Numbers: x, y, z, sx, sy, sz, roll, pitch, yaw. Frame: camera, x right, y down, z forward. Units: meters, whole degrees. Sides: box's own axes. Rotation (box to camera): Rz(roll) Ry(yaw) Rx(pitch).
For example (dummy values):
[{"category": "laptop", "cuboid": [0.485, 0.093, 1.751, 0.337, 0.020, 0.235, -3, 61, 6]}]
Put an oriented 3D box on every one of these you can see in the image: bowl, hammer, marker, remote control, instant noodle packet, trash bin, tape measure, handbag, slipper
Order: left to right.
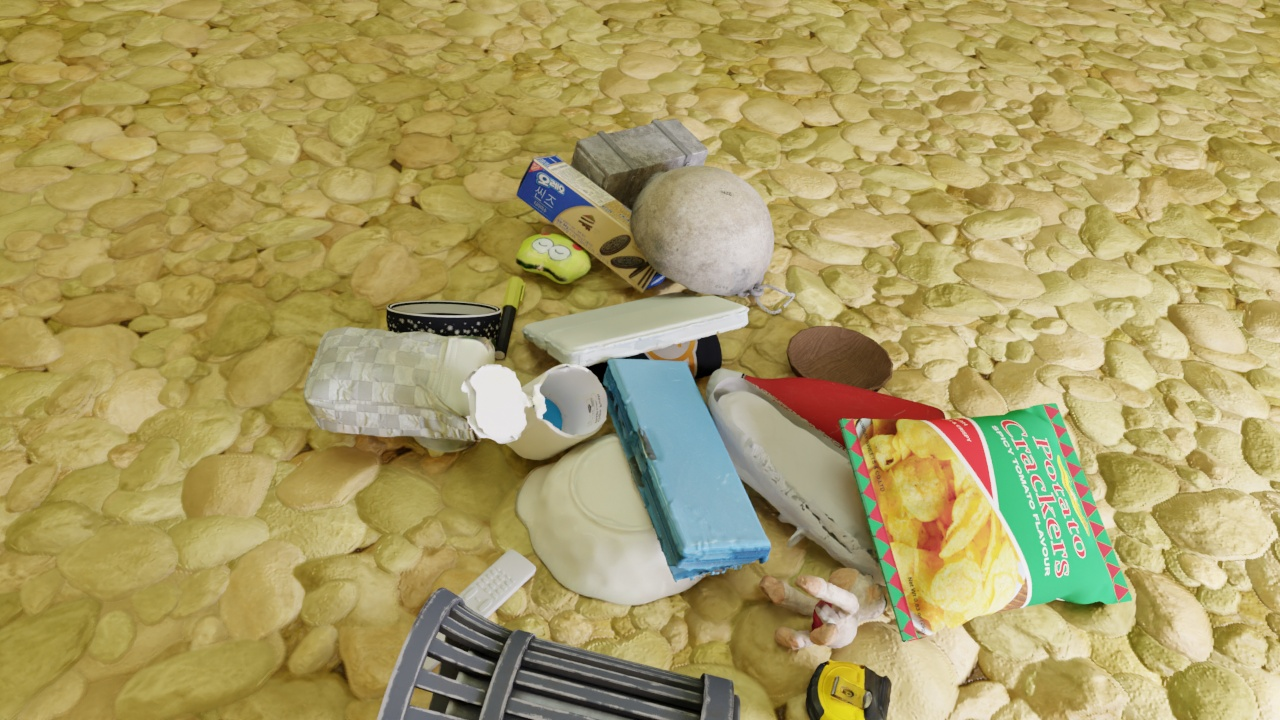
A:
[{"category": "handbag", "cuboid": [-0.233, 0.032, 0.901, 0.171, 0.124, 0.112, 6, 54, -4]}, {"category": "bowl", "cuboid": [-0.211, -0.024, 0.985, 0.120, 0.066, 0.120, 3, 11, -1]}, {"category": "remote control", "cuboid": [-0.146, 0.216, 0.796, 0.033, 0.012, 0.130, 30, 50, 27]}, {"category": "marker", "cuboid": [-0.151, -0.050, 1.058, 0.021, 0.018, 0.123, 4, 46, 1]}, {"category": "trash bin", "cuboid": [-0.054, 0.271, 0.649, 0.227, 0.165, 0.163, 13, 45, 4]}, {"category": "bowl", "cuboid": [-0.011, 0.131, 0.859, 0.219, 0.060, 0.187, 14, 46, 9]}, {"category": "hammer", "cuboid": [0.063, -0.172, 1.152, 0.176, 0.080, 0.326, -22, 60, -34]}, {"category": "bowl", "cuboid": [0.082, -0.168, 1.063, 0.178, 0.081, 0.178, 8, 54, -12]}, {"category": "slipper", "cuboid": [0.154, 0.119, 0.870, 0.247, 0.075, 0.112, 41, 61, 19]}, {"category": "bowl", "cuboid": [0.217, 0.008, 1.013, 0.118, 0.030, 0.117, 4, 39, -3]}, {"category": "tape measure", "cuboid": [0.166, 0.276, 0.741, 0.064, 0.037, 0.065, 17, 46, 12]}, {"category": "instant noodle packet", "cuboid": [0.313, 0.136, 0.829, 0.252, 0.091, 0.195, -3, 66, -21]}]

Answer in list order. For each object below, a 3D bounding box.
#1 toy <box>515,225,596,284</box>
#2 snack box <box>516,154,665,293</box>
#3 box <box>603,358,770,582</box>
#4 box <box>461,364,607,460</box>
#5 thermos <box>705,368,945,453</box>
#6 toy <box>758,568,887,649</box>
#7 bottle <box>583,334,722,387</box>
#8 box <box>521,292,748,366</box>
[{"category": "toy", "cuboid": [-0.097, -0.136, 1.130, 0.092, 0.046, 0.115, 21, 39, 14]}, {"category": "snack box", "cuboid": [-0.052, -0.168, 1.113, 0.207, 0.057, 0.056, 38, 29, 10]}, {"category": "box", "cuboid": [0.034, 0.092, 0.836, 0.093, 0.053, 0.231, 2, 42, -26]}, {"category": "box", "cuboid": [-0.116, 0.051, 0.872, 0.150, 0.106, 0.080, 4, 70, -32]}, {"category": "thermos", "cuboid": [0.184, 0.056, 0.937, 0.240, 0.073, 0.073, 14, 46, 11]}, {"category": "toy", "cuboid": [0.168, 0.206, 0.785, 0.105, 0.085, 0.074, -5, 66, -22]}, {"category": "bottle", "cuboid": [-0.006, 0.006, 0.983, 0.181, 0.059, 0.059, -14, 48, -17]}, {"category": "box", "cuboid": [-0.010, -0.041, 0.987, 0.208, 0.037, 0.189, -13, 19, -18]}]
